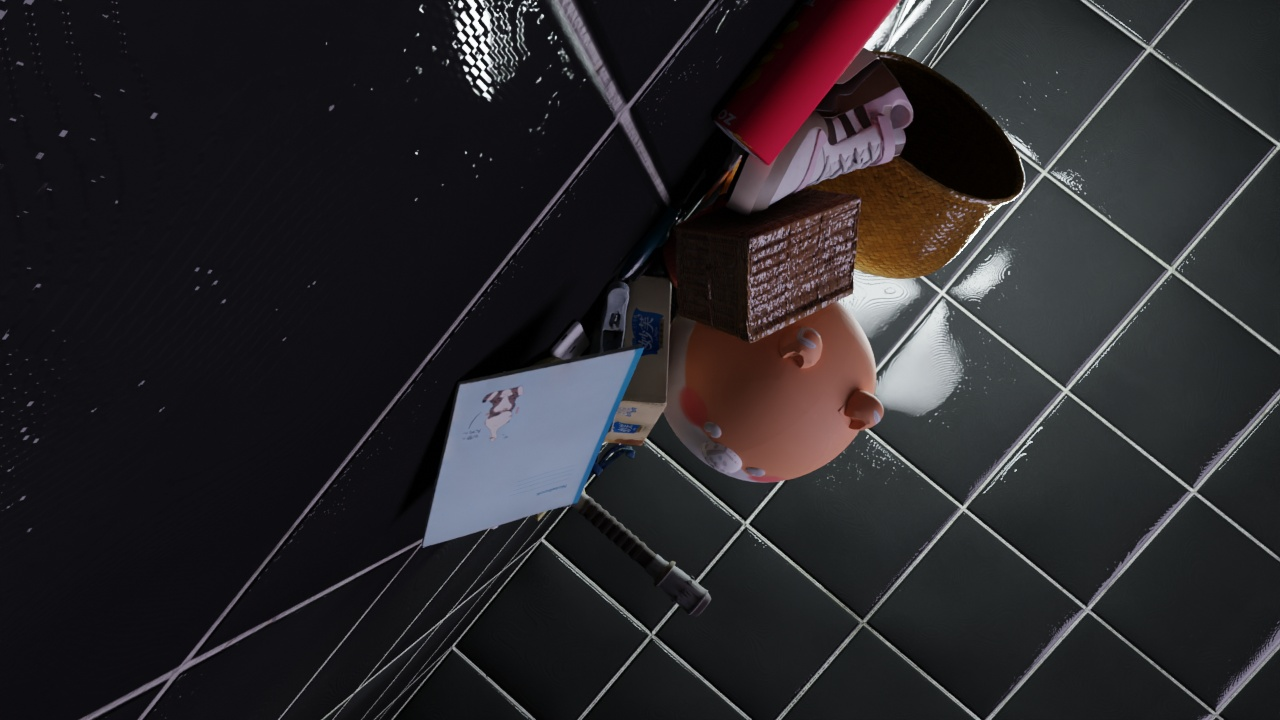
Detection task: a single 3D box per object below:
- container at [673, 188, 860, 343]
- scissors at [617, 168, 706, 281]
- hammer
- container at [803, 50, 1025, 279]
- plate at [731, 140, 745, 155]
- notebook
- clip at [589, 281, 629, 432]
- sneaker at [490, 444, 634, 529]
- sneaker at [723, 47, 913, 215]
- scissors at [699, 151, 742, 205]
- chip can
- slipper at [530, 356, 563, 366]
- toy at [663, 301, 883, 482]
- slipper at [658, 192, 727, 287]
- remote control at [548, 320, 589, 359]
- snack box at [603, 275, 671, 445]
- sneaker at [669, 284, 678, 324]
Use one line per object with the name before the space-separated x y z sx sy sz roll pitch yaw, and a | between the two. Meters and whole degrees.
container | 0.136 -0.111 0.993 0.198 0.113 0.114 -25 123 -38
scissors | 0.022 -0.134 0.981 0.151 0.019 0.119 -50 174 -25
hammer | -0.042 0.215 1.199 0.100 0.325 0.190 -49 174 -15
container | 0.343 -0.259 1.261 0.305 0.307 0.197 -45 169 -44
plate | 0.139 -0.261 0.988 0.104 0.026 0.104 -51 170 -13
notebook | -0.107 0.086 0.871 0.180 0.009 0.254 -13 144 -31
clip | -0.041 -0.012 1.052 0.164 0.031 0.169 -140 -123 -77
sneaker | -0.108 0.160 1.378 0.293 0.127 0.121 -45 174 -28
sneaker | 0.202 -0.224 0.978 0.292 0.116 0.112 -45 167 -37
scissors | 0.111 -0.231 1.089 0.125 0.011 0.131 -50 172 -8
chip can | 0.161 -0.285 0.829 0.221 0.069 0.069 -51 174 11
slipper | -0.110 0.060 0.916 0.092 0.081 0.190 -56 170 27
toy | 0.159 0.024 1.133 0.265 0.263 0.281 -54 -158 -20
slipper | 0.116 -0.152 1.100 0.059 0.103 0.248 -13 -165 43
remote control | -0.079 -0.015 1.028 0.045 0.008 0.147 -49 174 -5
snack box | -0.007 0.006 1.111 0.208 0.055 0.153 115 -21 -71
sneaker | 0.110 -0.152 1.292 0.160 0.093 0.257 -57 177 -29
